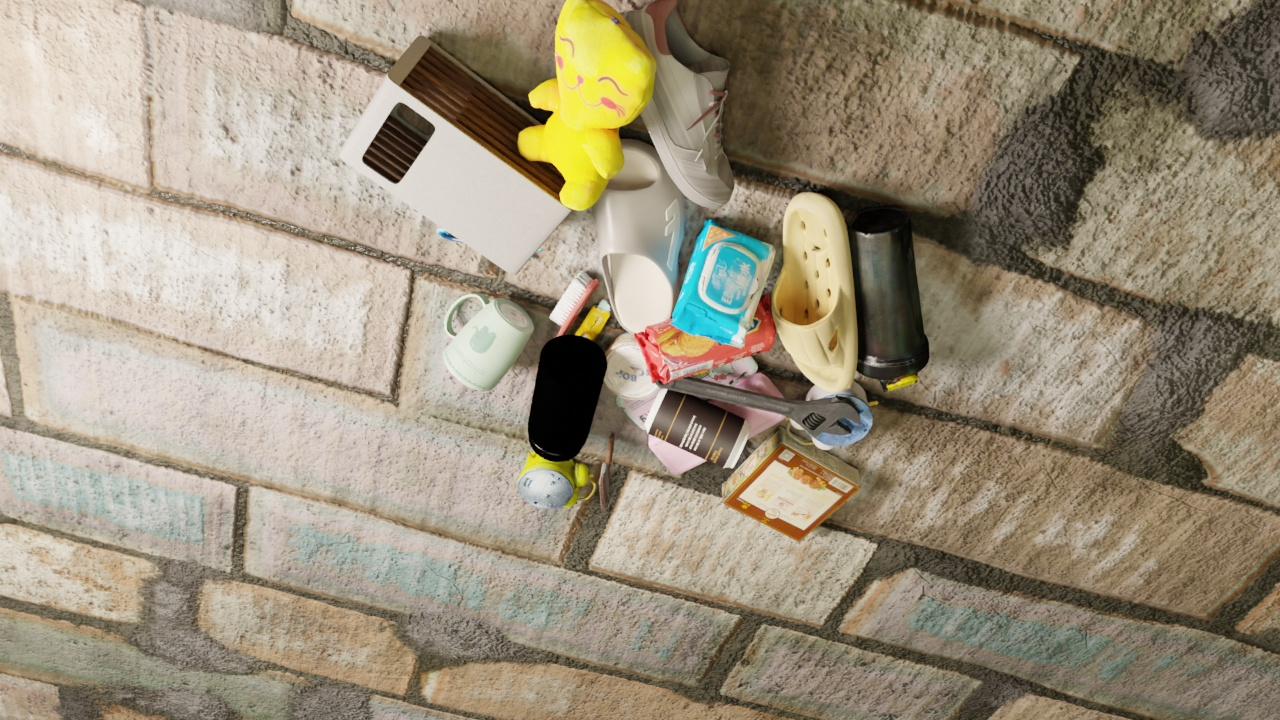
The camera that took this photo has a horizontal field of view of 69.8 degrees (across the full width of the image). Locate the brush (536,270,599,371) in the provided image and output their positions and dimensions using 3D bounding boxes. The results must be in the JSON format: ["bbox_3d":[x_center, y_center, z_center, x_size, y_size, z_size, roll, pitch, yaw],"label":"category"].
[{"bbox_3d":[-0.104,-0.048,1.192,0.030,0.040,0.173,36,127,1],"label":"brush"}]

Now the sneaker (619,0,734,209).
[{"bbox_3d":[0.059,-0.270,0.965,0.090,0.099,0.236,-15,122,31],"label":"sneaker"}]

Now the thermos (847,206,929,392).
[{"bbox_3d":[0.293,-0.068,1.097,0.098,0.098,0.221,-7,122,11],"label":"thermos"}]

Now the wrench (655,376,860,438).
[{"bbox_3d":[0.152,0.052,1.184,0.273,0.018,0.073,13,130,-4],"label":"wrench"}]

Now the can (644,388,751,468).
[{"bbox_3d":[0.075,0.087,1.206,0.128,0.071,0.072,24,127,4],"label":"can"}]

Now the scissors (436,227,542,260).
[{"bbox_3d":[-0.188,-0.148,1.122,0.139,0.013,0.118,23,160,-37],"label":"scissors"}]

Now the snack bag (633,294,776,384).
[{"bbox_3d":[0.084,-0.026,1.143,0.176,0.082,0.082,-17,126,-6],"label":"snack bag"}]

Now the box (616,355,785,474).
[{"bbox_3d":[0.082,0.062,1.252,0.202,0.037,0.153,-32,111,26],"label":"box"}]

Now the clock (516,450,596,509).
[{"bbox_3d":[-0.124,0.178,1.350,0.119,0.057,0.083,23,125,-10],"label":"clock"}]

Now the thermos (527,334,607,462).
[{"bbox_3d":[-0.103,0.062,1.227,0.086,0.086,0.199,13,139,-4],"label":"thermos"}]

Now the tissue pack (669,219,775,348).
[{"bbox_3d":[0.099,-0.090,1.079,0.093,0.144,0.062,21,165,-8],"label":"tissue pack"}]

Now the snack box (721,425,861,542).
[{"bbox_3d":[0.216,0.182,1.326,0.143,0.041,0.147,28,125,-15],"label":"snack box"}]

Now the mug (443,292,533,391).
[{"bbox_3d":[-0.204,-0.035,1.190,0.111,0.084,0.104,45,112,8],"label":"mug"}]

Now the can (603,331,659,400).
[{"bbox_3d":[-0.007,0.007,1.209,0.086,0.043,0.086,5,117,10],"label":"can"}]

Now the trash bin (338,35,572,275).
[{"bbox_3d":[-0.189,-0.222,1.011,0.229,0.114,0.115,34,127,-19],"label":"trash bin"}]

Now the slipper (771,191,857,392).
[{"bbox_3d":[0.195,-0.070,1.091,0.079,0.111,0.262,-25,125,-26],"label":"slipper"}]

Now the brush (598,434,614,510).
[{"bbox_3d":[-0.045,0.145,1.262,0.008,0.142,0.045,-1,118,5],"label":"brush"}]

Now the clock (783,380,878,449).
[{"bbox_3d":[0.253,0.076,1.235,0.089,0.051,0.126,40,121,-23],"label":"clock"}]

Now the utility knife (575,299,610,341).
[{"bbox_3d":[-0.081,-0.023,1.220,0.030,0.017,0.159,20,125,-22],"label":"utility knife"}]

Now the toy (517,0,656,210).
[{"bbox_3d":[-0.043,-0.251,0.914,0.134,0.087,0.194,49,140,21],"label":"toy"}]

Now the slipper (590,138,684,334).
[{"bbox_3d":[-0.005,-0.125,1.092,0.113,0.080,0.266,2,128,9],"label":"slipper"}]
